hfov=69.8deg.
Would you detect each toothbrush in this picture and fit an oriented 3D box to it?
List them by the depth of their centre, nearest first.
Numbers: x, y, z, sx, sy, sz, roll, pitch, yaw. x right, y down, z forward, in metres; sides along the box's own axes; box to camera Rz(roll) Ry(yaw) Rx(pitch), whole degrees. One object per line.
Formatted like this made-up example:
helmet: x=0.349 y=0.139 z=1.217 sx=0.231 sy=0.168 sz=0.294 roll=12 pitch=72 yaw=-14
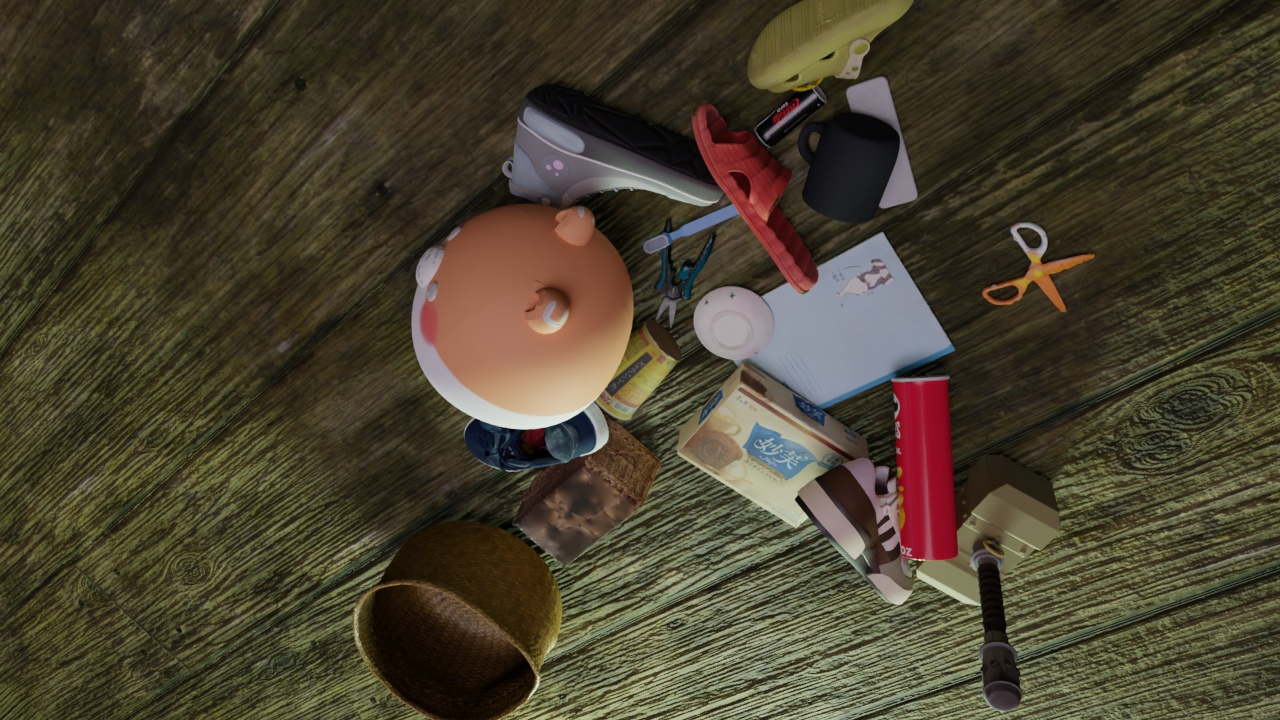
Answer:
toothbrush: x=0.078 y=-0.167 z=1.112 sx=0.167 sy=0.014 sz=0.016 roll=-21 pitch=103 yaw=17

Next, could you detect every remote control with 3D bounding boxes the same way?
remote control: x=0.271 y=-0.243 z=1.029 sx=0.045 sy=0.008 sz=0.147 roll=-13 pitch=115 yaw=23

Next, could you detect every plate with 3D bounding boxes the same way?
plate: x=0.116 y=-0.042 z=1.169 sx=0.104 sy=0.026 sz=0.104 roll=8 pitch=119 yaw=14

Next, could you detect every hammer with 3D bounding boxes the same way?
hammer: x=0.420 y=0.281 z=1.100 sx=0.100 sy=0.323 sz=0.191 roll=29 pitch=123 yaw=-1

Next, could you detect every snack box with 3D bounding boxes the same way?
snack box: x=0.175 y=0.116 z=1.225 sx=0.207 sy=0.055 sz=0.154 roll=32 pitch=125 yaw=-10

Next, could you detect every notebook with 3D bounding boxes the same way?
notebook: x=0.238 y=-0.030 z=1.161 sx=0.254 sy=0.009 sz=0.181 roll=-28 pitch=108 yaw=28

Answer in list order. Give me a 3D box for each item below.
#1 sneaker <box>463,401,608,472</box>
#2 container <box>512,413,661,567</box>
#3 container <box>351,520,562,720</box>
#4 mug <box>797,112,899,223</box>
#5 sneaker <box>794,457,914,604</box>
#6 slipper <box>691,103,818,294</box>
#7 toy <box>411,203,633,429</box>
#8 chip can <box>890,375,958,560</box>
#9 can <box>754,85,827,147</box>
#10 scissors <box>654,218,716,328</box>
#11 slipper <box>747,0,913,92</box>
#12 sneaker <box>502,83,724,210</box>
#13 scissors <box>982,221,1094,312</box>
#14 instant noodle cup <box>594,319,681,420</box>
sneaker: x=-0.181 y=0.113 z=1.256 sx=0.295 sy=0.127 sz=0.121 roll=-11 pitch=104 yaw=49
container: x=-0.079 y=0.190 z=1.320 sx=0.114 sy=0.112 sz=0.199 roll=41 pitch=120 yaw=-9
container: x=-0.279 y=0.402 z=1.452 sx=0.307 sy=0.196 sz=0.307 roll=7 pitch=122 yaw=11
mug: x=0.221 y=-0.223 z=1.013 sx=0.121 sy=0.085 sz=0.095 roll=44 pitch=137 yaw=33
sneaker: x=0.311 y=0.216 z=1.209 sx=0.116 sy=0.111 sz=0.294 roll=-41 pitch=129 yaw=4
slipper: x=0.144 y=-0.191 z=1.039 sx=0.059 sy=0.103 sz=0.249 roll=-28 pitch=108 yaw=28
toy: x=-0.135 y=-0.060 z=1.078 sx=0.265 sy=0.262 sz=0.282 roll=24 pitch=151 yaw=-18
chip can: x=0.350 y=0.130 z=1.129 sx=0.069 sy=0.069 sz=0.220 roll=-3 pitch=90 yaw=18
can: x=0.167 y=-0.275 z=1.027 sx=0.081 sy=0.031 sz=0.031 roll=-36 pitch=104 yaw=30
scissors: x=0.047 y=-0.115 z=1.161 sx=0.152 sy=0.019 sz=0.119 roll=-34 pitch=104 yaw=29
slipper: x=0.204 y=-0.338 z=0.960 sx=0.191 sy=0.091 sz=0.081 roll=-23 pitch=141 yaw=30
sneaker: x=-0.037 y=-0.213 z=1.098 sx=0.256 sy=0.092 sz=0.161 roll=25 pitch=131 yaw=-1
scissors: x=0.453 y=-0.105 z=1.054 sx=0.125 sy=0.011 sz=0.131 roll=-17 pitch=113 yaw=25
instant noodle cup: x=-0.007 y=0.007 z=1.212 sx=0.113 sy=0.100 sz=0.100 roll=-41 pitch=102 yaw=20
